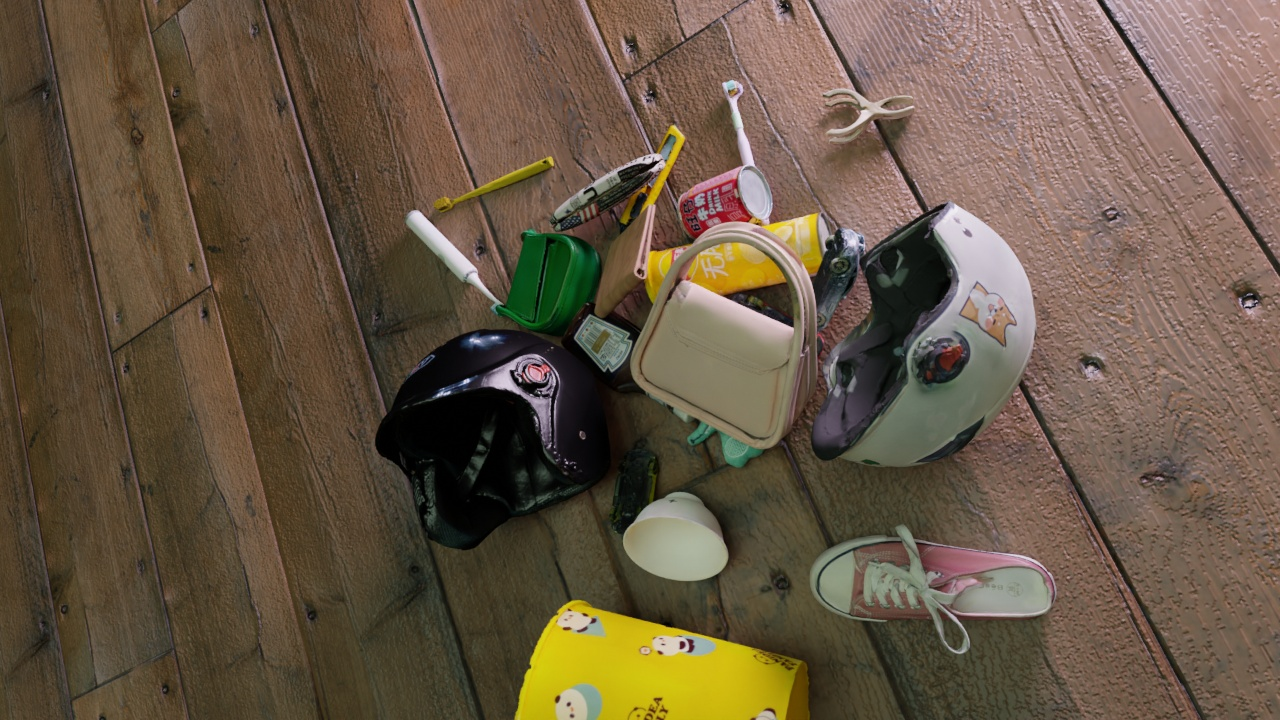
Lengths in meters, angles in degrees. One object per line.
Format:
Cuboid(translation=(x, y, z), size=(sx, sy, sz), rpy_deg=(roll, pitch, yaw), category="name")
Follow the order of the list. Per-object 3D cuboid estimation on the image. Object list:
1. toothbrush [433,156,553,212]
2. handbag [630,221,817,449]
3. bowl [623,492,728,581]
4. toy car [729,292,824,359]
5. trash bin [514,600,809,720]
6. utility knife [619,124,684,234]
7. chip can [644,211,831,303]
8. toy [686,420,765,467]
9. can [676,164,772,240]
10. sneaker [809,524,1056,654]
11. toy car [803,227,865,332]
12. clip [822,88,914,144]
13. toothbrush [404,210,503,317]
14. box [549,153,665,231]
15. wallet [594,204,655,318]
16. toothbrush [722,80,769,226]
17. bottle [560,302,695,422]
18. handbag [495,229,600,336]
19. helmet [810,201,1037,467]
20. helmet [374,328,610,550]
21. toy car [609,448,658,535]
Cuboid(translation=(-0.203, -0.240, 1.252), size=(0.190, 0.016, 0.015), rpy_deg=(-16, 75, 22), category="toothbrush")
Cuboid(translation=(0.099, -0.037, 0.967), size=(0.193, 0.093, 0.235), rpy_deg=(25, 134, 18), category="handbag")
Cuboid(translation=(0.044, 0.190, 1.039), size=(0.118, 0.118, 0.064), rpy_deg=(-11, 38, 23), category="bowl")
Cuboid(translation=(0.150, -0.033, 1.039), size=(0.120, 0.045, 0.053), rpy_deg=(32, 96, 12), category="toy car")
Cuboid(translation=(0.032, 0.381, 0.946), size=(0.256, 0.229, 0.229), rpy_deg=(3, 84, 20), category="trash bin")
Cuboid(translation=(0.013, -0.223, 1.148), size=(0.033, 0.015, 0.156), rpy_deg=(28, 95, 23), category="utility knife")
Cuboid(translation=(0.112, -0.112, 1.054), size=(0.214, 0.072, 0.072), rpy_deg=(-10, 78, 24), category="chip can")
Cuboid(translation=(0.100, 0.082, 1.057), size=(0.097, 0.030, 0.092), rpy_deg=(-42, 63, 22), category="toy")
Cuboid(translation=(0.097, -0.181, 1.065), size=(0.094, 0.066, 0.066), rpy_deg=(-15, 76, 40), category="can")
Cuboid(translation=(0.283, 0.224, 0.916), size=(0.241, 0.087, 0.118), rpy_deg=(-2, 82, 24), category="sneaker")
Cuboid(translation=(0.203, -0.082, 0.973), size=(0.037, 0.054, 0.121), rpy_deg=(13, 127, -7), category="toy car")
Cuboid(translation=(0.249, -0.269, 1.035), size=(0.102, 0.035, 0.095), rpy_deg=(22, 88, 19), category="clip")
Cuboid(translation=(-0.250, -0.132, 1.253), size=(0.026, 0.027, 0.221), rpy_deg=(-42, 66, -10), category="toothbrush")
Cuboid(translation=(-0.043, -0.209, 1.127), size=(0.164, 0.068, 0.052), rpy_deg=(-29, 84, 19), category="box")
Cuboid(translation=(-0.017, -0.119, 1.098), size=(0.101, 0.020, 0.115), rpy_deg=(-40, 34, 50), category="wallet")
Cuboid(translation=(0.129, -0.246, 1.096), size=(0.021, 0.029, 0.189), rpy_deg=(-33, 66, 61), category="toothbrush")
Cuboid(translation=(-0.007, 0.006, 1.110), size=(0.195, 0.044, 0.080), rpy_deg=(36, 98, 24), category="bottle")
Cuboid(translation=(-0.119, -0.100, 1.170), size=(0.120, 0.068, 0.131), rpy_deg=(19, 92, 33), category="handbag")
Cuboid(translation=(0.287, -0.008, 0.894), size=(0.157, 0.230, 0.273), rpy_deg=(21, 81, -5), category="helmet")
Cuboid(translation=(-0.164, 0.073, 1.054), size=(0.234, 0.274, 0.229), rpy_deg=(-32, 42, 30), category="helmet")
Cuboid(translation=(-0.005, 0.158, 1.093), size=(0.048, 0.032, 0.105), rpy_deg=(0, 71, 25), category="toy car")
